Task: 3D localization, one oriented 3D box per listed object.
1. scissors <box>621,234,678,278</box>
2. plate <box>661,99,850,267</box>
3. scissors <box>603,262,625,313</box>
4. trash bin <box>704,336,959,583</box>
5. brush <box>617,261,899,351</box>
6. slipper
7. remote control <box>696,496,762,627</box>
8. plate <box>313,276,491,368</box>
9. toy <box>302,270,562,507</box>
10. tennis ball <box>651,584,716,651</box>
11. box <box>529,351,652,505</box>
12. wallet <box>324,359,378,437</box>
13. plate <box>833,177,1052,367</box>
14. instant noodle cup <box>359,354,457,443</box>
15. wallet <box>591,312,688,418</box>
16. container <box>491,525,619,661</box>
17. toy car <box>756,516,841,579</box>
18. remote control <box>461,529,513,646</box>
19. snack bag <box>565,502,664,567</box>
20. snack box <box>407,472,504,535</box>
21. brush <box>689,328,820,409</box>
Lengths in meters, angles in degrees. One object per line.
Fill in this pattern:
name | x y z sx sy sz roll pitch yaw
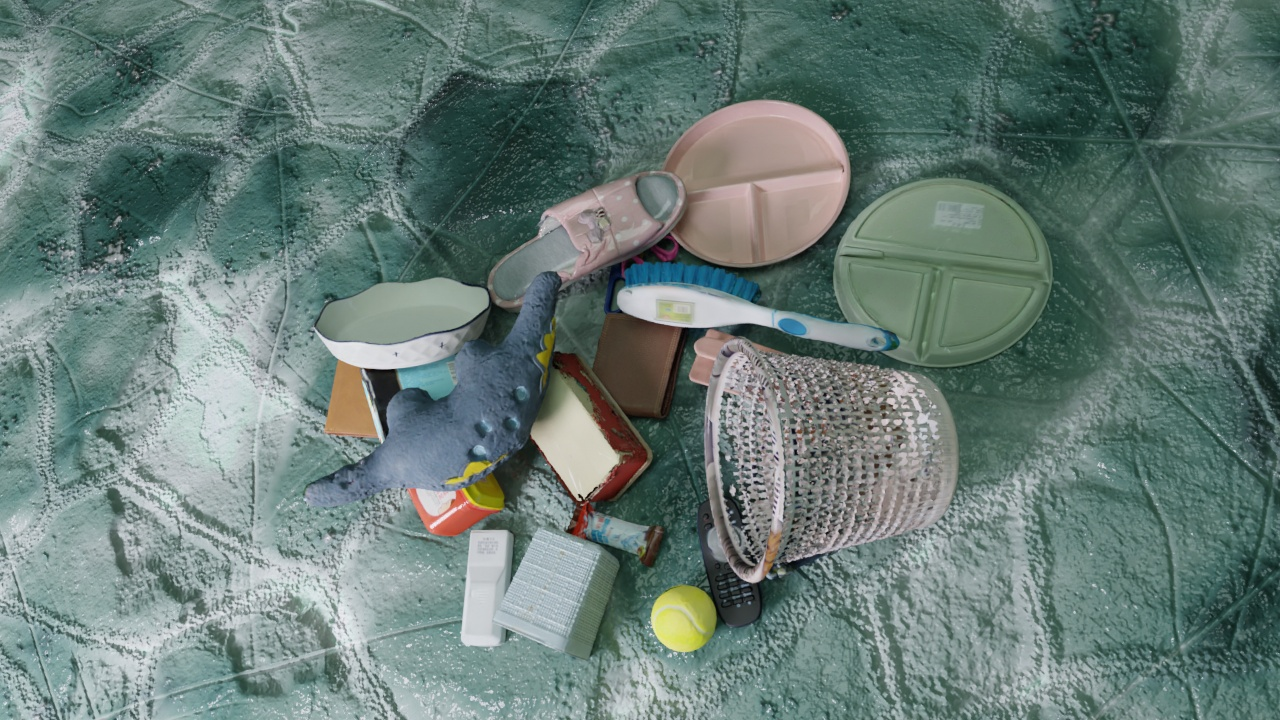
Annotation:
scissors | -0.004 -0.157 1.118 0.093 0.017 0.137 -25 60 5
plate | 0.135 -0.210 1.099 0.230 0.028 0.229 -6 68 14
scissors | -0.038 -0.129 1.128 0.176 0.012 0.162 -18 65 8
trash bin | 0.180 0.088 0.871 0.192 0.228 0.227 -2 67 -11
brush | 0.122 -0.055 1.002 0.315 0.109 0.061 7 116 13
slipper | -0.071 -0.149 1.101 0.275 0.054 0.114 -28 58 12
remote control | 0.093 0.209 0.953 0.053 0.024 0.136 -17 65 11
plate | -0.277 -0.045 1.088 0.205 0.204 0.046 6 116 18
toy | -0.190 0.059 0.965 0.356 0.091 0.138 -40 79 -4
tennis ball | 0.044 0.260 0.925 0.065 0.065 0.065 -6 68 14
box | -0.074 0.071 1.010 0.091 0.076 0.168 -50 62 23
wallet | -0.333 0.031 1.141 0.108 0.031 0.131 2 75 15
plate | 0.327 -0.103 1.003 0.230 0.027 0.229 -5 69 13
instant noodle cup | -0.251 0.046 1.066 0.120 0.111 0.111 -17 63 -18
wallet | -0.006 0.006 1.058 0.101 0.032 0.124 7 71 22
container | -0.082 0.241 0.958 0.090 0.090 0.111 17 72 21
toy car | 0.161 0.191 0.934 0.090 0.034 0.043 -24 60 -9
remote control | -0.170 0.250 1.014 0.049 0.024 0.124 -4 68 14
snack bag | -0.028 0.186 0.996 0.104 0.026 0.048 18 87 22
snack box | -0.212 0.147 1.037 0.080 0.082 0.091 -38 65 10
brush | 0.129 0.014 0.991 0.146 0.073 0.063 19 75 20
